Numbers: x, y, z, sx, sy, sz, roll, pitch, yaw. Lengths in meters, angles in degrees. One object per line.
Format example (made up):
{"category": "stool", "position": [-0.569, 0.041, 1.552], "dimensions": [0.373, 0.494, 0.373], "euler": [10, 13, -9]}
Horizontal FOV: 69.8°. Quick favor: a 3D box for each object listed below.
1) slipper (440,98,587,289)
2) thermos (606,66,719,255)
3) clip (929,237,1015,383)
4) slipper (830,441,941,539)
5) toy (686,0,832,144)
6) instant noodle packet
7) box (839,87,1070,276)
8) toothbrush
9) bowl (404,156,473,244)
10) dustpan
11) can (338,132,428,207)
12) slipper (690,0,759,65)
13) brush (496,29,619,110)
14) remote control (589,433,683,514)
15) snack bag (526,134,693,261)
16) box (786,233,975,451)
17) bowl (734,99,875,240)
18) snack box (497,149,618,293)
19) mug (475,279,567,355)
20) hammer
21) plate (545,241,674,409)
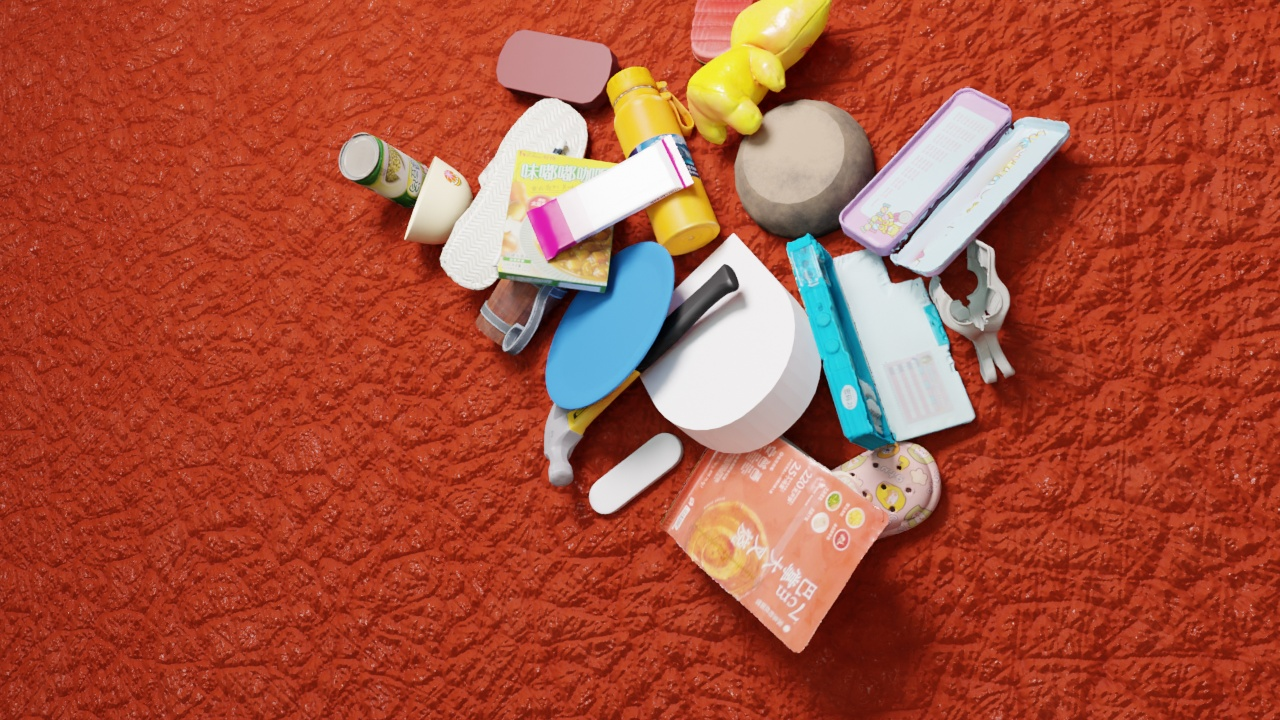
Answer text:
{"category": "slipper", "position": [-0.163, -0.213, 1.192], "dimensions": [0.114, 0.054, 0.272], "euler": [31, 86, 1]}
{"category": "thermos", "position": [0.028, -0.247, 1.128], "dimensions": [0.076, 0.091, 0.232], "euler": [-37, 67, 44]}
{"category": "clip", "position": [0.332, -0.049, 0.943], "dimensions": [0.105, 0.126, 0.152], "euler": [-1, 105, 14]}
{"category": "slipper", "position": [0.221, 0.153, 0.975], "dimensions": [0.198, 0.081, 0.093], "euler": [-27, 73, 19]}
{"category": "toy", "position": [0.129, -0.349, 1.061], "dimensions": [0.087, 0.134, 0.194], "euler": [37, 87, -17]}
{"category": "instant noodle packet", "position": [0.138, 0.171, 0.949], "dimensions": [0.164, 0.084, 0.221], "euler": [-58, 35, 4]}
{"category": "box", "position": [0.329, -0.188, 0.972], "dimensions": [0.214, 0.040, 0.151], "euler": [-46, 44, -2]}
{"category": "toothbrush", "position": [-0.139, -0.198, 1.164], "dimensions": [0.017, 0.012, 0.186], "euler": [29, 86, -19]}
{"category": "bowl", "position": [-0.260, -0.203, 1.230], "dimensions": [0.074, 0.118, 0.118], "euler": [20, 89, -18]}
{"category": "dustpan", "position": [0.097, -0.009, 1.032], "dimensions": [0.192, 0.053, 0.257], "euler": [-44, 34, 11]}
{"category": "can", "position": [-0.346, -0.258, 1.254], "dimensions": [0.067, 0.121, 0.067], "euler": [-4, 80, 22]}
{"category": "slipper", "position": [0.109, -0.492, 1.135], "dimensions": [0.104, 0.059, 0.248], "euler": [7, 86, 24]}
{"category": "brush", "position": [-0.107, -0.382, 1.217], "dimensions": [0.173, 0.041, 0.082], "euler": [19, 89, 24]}
{"category": "remote control", "position": [-0.006, 0.137, 1.108], "dimensions": [0.137, 0.013, 0.043], "euler": [-39, 69, 13]}
{"category": "snack bag", "position": [-0.038, -0.191, 1.081], "dimensions": [0.197, 0.016, 0.070], "euler": [-27, 76, 10]}
{"category": "box", "position": [0.243, -0.021, 0.987], "dimensions": [0.087, 0.168, 0.227], "euler": [-44, 55, 55]}
{"category": "bowl", "position": [0.183, -0.225, 1.054], "dimensions": [0.162, 0.070, 0.162], "euler": [-4, 80, 22]}
{"category": "snack box", "position": [-0.098, -0.172, 1.125], "dimensions": [0.132, 0.027, 0.167], "euler": [7, 72, -5]}
{"category": "mug", "position": [-0.146, -0.068, 1.153], "dimensions": [0.111, 0.081, 0.117], "euler": [-54, 31, 11]}
{"category": "hammer", "position": [-0.006, 0.006, 1.064], "dimensions": [0.324, 0.029, 0.127], "euler": [-44, 35, 24]}
{"category": "plate", "position": [-0.033, -0.039, 1.089], "dimensions": [0.225, 0.024, 0.223], "euler": [-36, 37, 33]}
